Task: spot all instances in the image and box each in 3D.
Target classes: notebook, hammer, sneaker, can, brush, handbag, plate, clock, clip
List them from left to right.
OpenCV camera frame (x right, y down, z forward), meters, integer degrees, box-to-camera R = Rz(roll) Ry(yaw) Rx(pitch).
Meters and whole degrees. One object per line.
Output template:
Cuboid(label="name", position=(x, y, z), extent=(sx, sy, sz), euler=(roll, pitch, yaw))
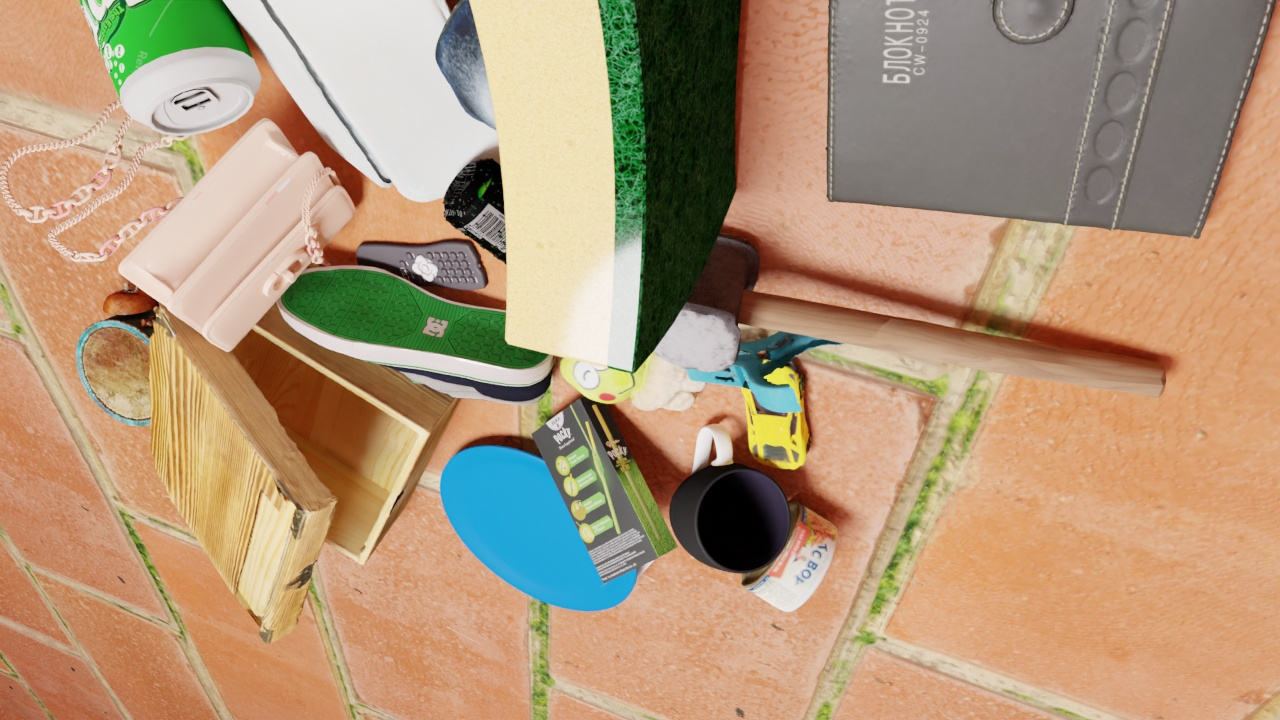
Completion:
Cuboid(label="clock", position=(-0.495, -0.013, 0.934), extent=(0.121, 0.073, 0.158), euler=(31, 116, 2))
Cuboid(label="can", position=(-0.318, -0.229, 0.609), extent=(0.088, 0.087, 0.140), euler=(-26, 87, 40))
Cuboid(label="handbag", position=(-0.328, -0.128, 0.700), extent=(0.187, 0.198, 0.117), euler=(36, 167, 10))
Cuboid(label="sneaker", position=(-0.187, -0.013, 0.767), extent=(0.235, 0.084, 0.079), euler=(15, 142, 3))
Cuboid(label="can", position=(-0.074, -0.085, 0.649), extent=(0.054, 0.053, 0.137), euler=(-23, 134, 39))
Cuboid(label="plate", position=(-0.101, 0.167, 0.925), extent=(0.224, 0.024, 0.225), euler=(16, 132, 19))
Cuboid(label="brush", position=(-0.006, -0.141, 0.484), extent=(0.075, 0.194, 0.251), euler=(14, 134, 15))
Cuboid(label="clip", position=(0.098, -0.004, 0.655), extent=(0.033, 0.119, 0.121), euler=(61, 172, -27))
Cuboid(label="can", position=(0.125, 0.165, 0.772), extent=(0.043, 0.086, 0.086), euler=(32, 136, -3))
Cuboid(label="hammer", position=(0.167, -0.016, 0.598), extent=(0.328, 0.097, 0.052), euler=(12, 135, 9))
Cuboid(label="notebook", position=(0.206, -0.149, 0.494), extent=(0.209, 0.029, 0.170), euler=(7, 132, 19))

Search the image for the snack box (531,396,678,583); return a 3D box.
Cuboid(label="snack box", position=(-0.034, 0.111, 0.796), extent=(0.080, 0.025, 0.147), euler=(-36, 77, 43))

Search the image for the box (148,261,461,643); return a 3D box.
Cuboid(label="box", position=(-0.343, 0.074, 0.839), extent=(0.258, 0.219, 0.280), euler=(34, 137, -2))

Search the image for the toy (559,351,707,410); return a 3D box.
Cuboid(label="toy", position=(-0.004, 0.004, 0.724), extent=(0.115, 0.046, 0.092), euler=(23, 130, -5))

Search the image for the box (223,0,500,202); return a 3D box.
Cuboid(label="box", position=(-0.187, -0.188, 0.591), extent=(0.186, 0.084, 0.211), euler=(7, 152, 15))

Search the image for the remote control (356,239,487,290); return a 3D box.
Cuboid(label="remote control", position=(-0.185, -0.078, 0.764), extent=(0.125, 0.009, 0.046), euler=(3, 130, 25))

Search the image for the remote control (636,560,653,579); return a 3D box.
Cuboid(label="remote control", position=(-0.018, 0.200, 0.929), extent=(0.050, 0.011, 0.136), euler=(31, 136, -1))

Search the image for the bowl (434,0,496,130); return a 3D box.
Cuboid(label="bowl", position=(-0.063, -0.172, 0.551), extent=(0.110, 0.055, 0.110), euler=(-13, 144, -10))

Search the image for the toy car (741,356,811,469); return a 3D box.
Cuboid(label="toy car", position=(0.105, 0.042, 0.713), extent=(0.049, 0.030, 0.107), euler=(5, 129, 24))

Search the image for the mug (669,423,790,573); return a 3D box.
Cuboid(label="mug", position=(0.063, 0.112, 0.764), extent=(0.100, 0.084, 0.119), euler=(166, 95, -72))
